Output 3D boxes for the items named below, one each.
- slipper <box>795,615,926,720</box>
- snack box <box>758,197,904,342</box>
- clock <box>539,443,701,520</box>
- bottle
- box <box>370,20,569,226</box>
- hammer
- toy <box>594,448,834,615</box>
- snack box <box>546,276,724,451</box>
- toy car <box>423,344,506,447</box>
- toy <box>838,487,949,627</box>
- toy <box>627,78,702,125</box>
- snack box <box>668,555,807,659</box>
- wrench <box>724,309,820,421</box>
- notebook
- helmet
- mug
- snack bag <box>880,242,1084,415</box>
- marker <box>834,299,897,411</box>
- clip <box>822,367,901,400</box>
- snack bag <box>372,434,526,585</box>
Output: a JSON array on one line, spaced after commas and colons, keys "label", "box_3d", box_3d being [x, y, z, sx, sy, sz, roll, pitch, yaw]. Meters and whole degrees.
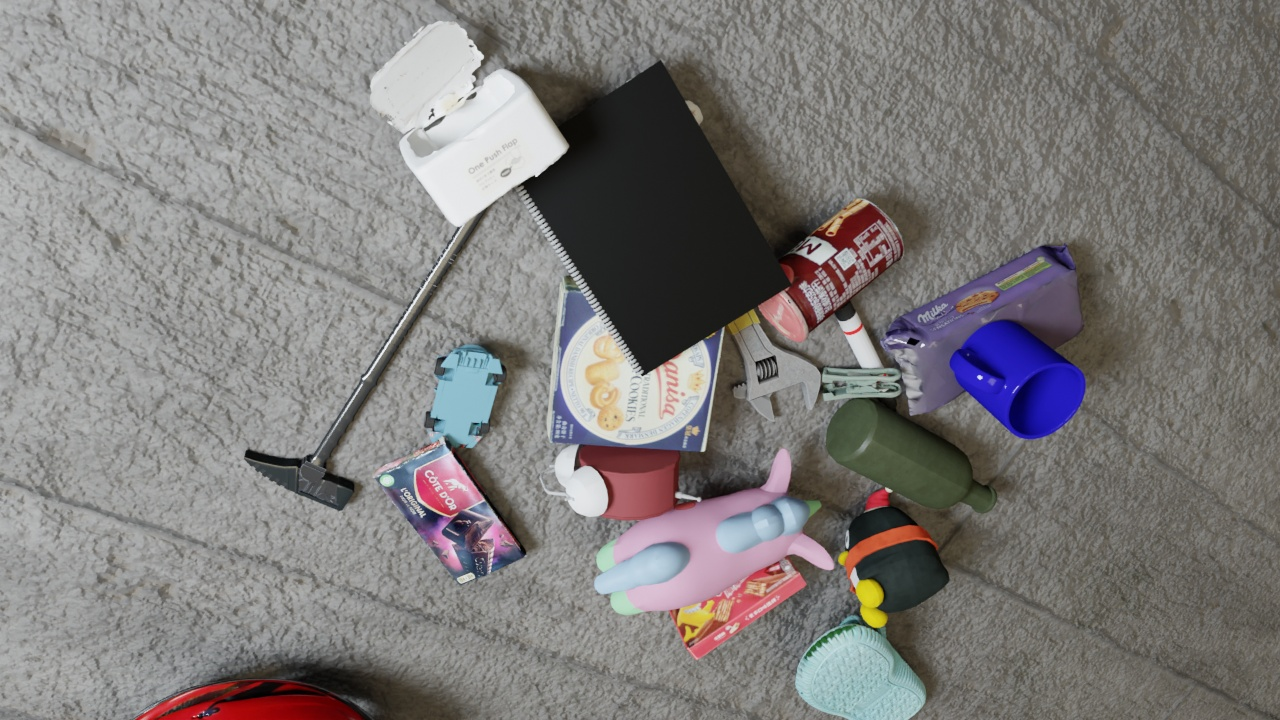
[{"label": "slipper", "box_3d": [0.246, 0.353, 1.043, 0.116, 0.069, 0.276, -41, 133, 5]}, {"label": "snack box", "box_3d": [0.164, -0.080, 0.808, 0.121, 0.072, 0.072, -39, 119, -9]}, {"label": "clock", "box_3d": [-0.021, 0.106, 0.832, 0.137, 0.096, 0.048, -5, 108, -15]}, {"label": "bottle", "box_3d": [0.286, 0.107, 0.939, 0.206, 0.071, 0.071, 27, 103, -25]}, {"label": "box", "box_3d": [-0.136, -0.186, 0.662, 0.110, 0.103, 0.130, -34, 126, -3]}, {"label": "hammer", "box_3d": [-0.212, -0.020, 0.766, 0.095, 0.015, 0.325, 30, 101, -26]}, {"label": "toy", "box_3d": [0.065, 0.171, 0.850, 0.172, 0.120, 0.221, -29, 165, 33]}, {"label": "snack box", "box_3d": [-0.005, 0.005, 0.812, 0.145, 0.042, 0.144, 4, 112, -8]}, {"label": "toy car", "box_3d": [-0.154, 0.028, 0.797, 0.060, 0.027, 0.108, 7, 128, -19]}, {"label": "toy", "box_3d": [0.258, 0.202, 0.959, 0.100, 0.119, 0.097, -20, 141, 4]}, {"label": "toy", "box_3d": [0.001, -0.161, 0.752, 0.076, 0.037, 0.125, 20, 101, -18]}, {"label": "snack box", "box_3d": [0.092, 0.231, 0.926, 0.133, 0.089, 0.021, -35, 119, 0]}, {"label": "wrench", "box_3d": [0.090, -0.049, 0.840, 0.083, 0.018, 0.273, -31, 118, -1]}, {"label": "notebook", "box_3d": [0.007, -0.108, 0.739, 0.149, 0.016, 0.207, -32, 105, 5]}, {"label": "helmet", "box_3d": [-0.354, 0.382, 0.817, 0.271, 0.167, 0.218, 13, 109, -21]}, {"label": "mug", "box_3d": [0.333, 0.014, 0.839, 0.111, 0.083, 0.079, 11, 115, -22]}, {"label": "snack bag", "box_3d": [0.341, -0.028, 0.902, 0.205, 0.058, 0.096, -28, 119, -4]}, {"label": "marker", "box_3d": [0.225, 0.000, 0.901, 0.019, 0.019, 0.145, -34, 118, 0]}, {"label": "clip", "box_3d": [0.215, 0.022, 0.891, 0.076, 0.023, 0.047, -2, 120, 15]}, {"label": "snack bag", "box_3d": [-0.172, 0.141, 0.843, 0.075, 0.018, 0.155, -25, 119, 7]}]
